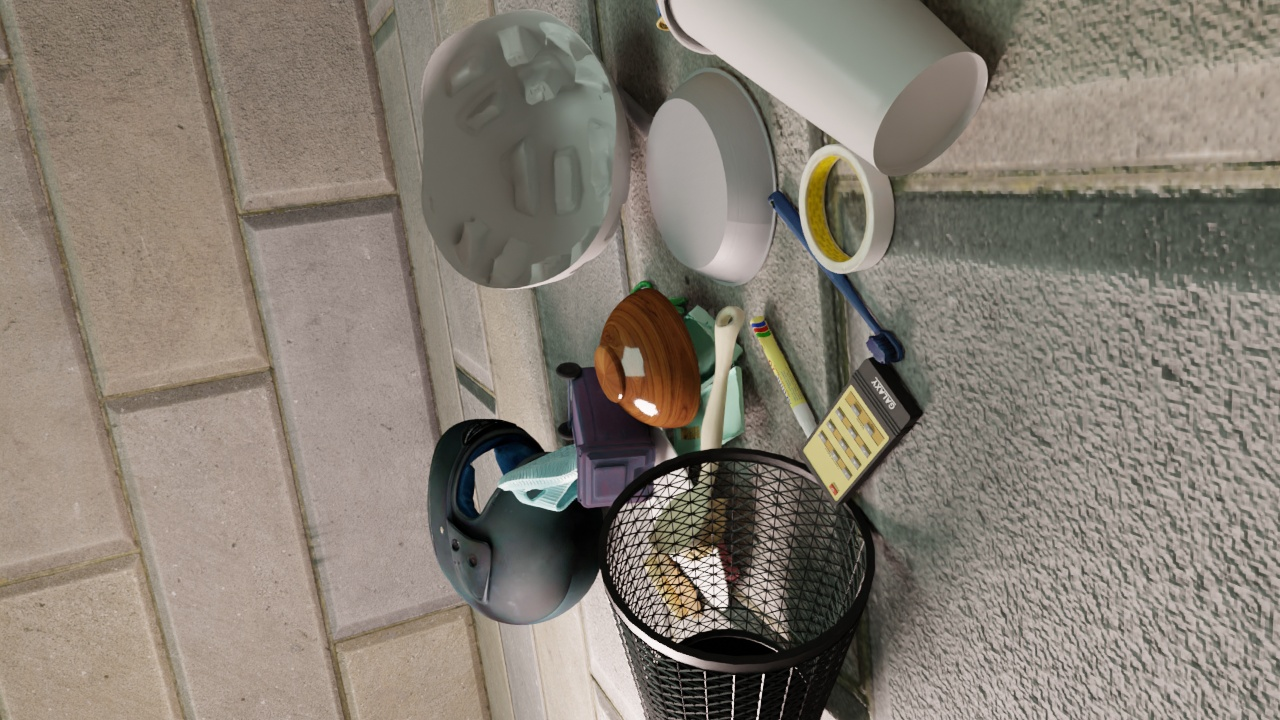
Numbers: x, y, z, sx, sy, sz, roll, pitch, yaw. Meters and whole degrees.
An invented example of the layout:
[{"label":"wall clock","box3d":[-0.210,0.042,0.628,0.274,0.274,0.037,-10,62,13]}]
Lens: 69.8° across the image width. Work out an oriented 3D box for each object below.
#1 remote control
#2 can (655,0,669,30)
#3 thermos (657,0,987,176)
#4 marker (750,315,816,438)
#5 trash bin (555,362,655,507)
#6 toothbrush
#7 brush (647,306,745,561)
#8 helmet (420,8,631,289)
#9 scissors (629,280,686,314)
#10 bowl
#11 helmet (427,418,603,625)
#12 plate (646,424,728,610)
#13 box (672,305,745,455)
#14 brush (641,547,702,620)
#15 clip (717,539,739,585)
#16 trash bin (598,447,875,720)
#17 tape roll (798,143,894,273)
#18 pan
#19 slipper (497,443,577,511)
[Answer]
[{"label":"remote control","box3d":[0.166,0.058,0.710,0.058,0.013,0.134,59,149,28]},{"label":"can","box3d":[0.045,-0.328,0.776,0.100,0.053,0.059,163,96,-69]},{"label":"thermos","box3d":[0.112,-0.216,0.586,0.221,0.131,0.132,54,150,32]},{"label":"marker","box3d":[0.129,0.018,0.804,0.014,0.014,0.132,112,141,-56]},{"label":"trash bin","box3d":[-0.041,0.082,1.022,0.160,0.092,0.094,-107,15,-54]},{"label":"toothbrush","box3d":[0.145,-0.068,0.710,0.016,0.017,0.190,103,148,-47]},{"label":"brush","box3d":[0.063,0.074,0.857,0.062,0.077,0.273,38,127,44]},{"label":"helmet","box3d":[-0.113,-0.205,0.954,0.183,0.225,0.281,35,-136,-55]},{"label":"scissors","box3d":[0.014,-0.054,1.030,0.131,0.014,0.071,17,86,60]},{"label":"bowl","box3d":[-0.006,0.005,0.932,0.147,0.068,0.147,47,146,46]},{"label":"helmet","box3d":[-0.176,0.246,1.408,0.236,0.248,0.316,0,100,40]},{"label":"plate","box3d":[0.035,0.179,1.041,0.229,0.030,0.229,159,90,-79]},{"label":"box","box3d":[0.056,0.032,0.955,0.138,0.057,0.187,63,157,7]},{"label":"brush","box3d":[0.038,0.268,1.097,0.049,0.039,0.117,55,172,47]},{"label":"clip","box3d":[0.091,0.215,1.005,0.060,0.023,0.044,-136,37,-65]},{"label":"trash bin","box3d":[0.080,0.240,0.804,0.217,0.216,0.244,-125,24,-46]},{"label":"tape roll","box3d":[0.149,-0.111,0.673,0.094,0.019,0.094,168,90,-69]},{"label":"pan","box3d":[0.028,-0.208,0.909,0.356,0.050,0.201,50,146,46]},{"label":"slipper","box3d":[-0.082,0.147,1.218,0.277,0.115,0.069,-22,95,46]}]
